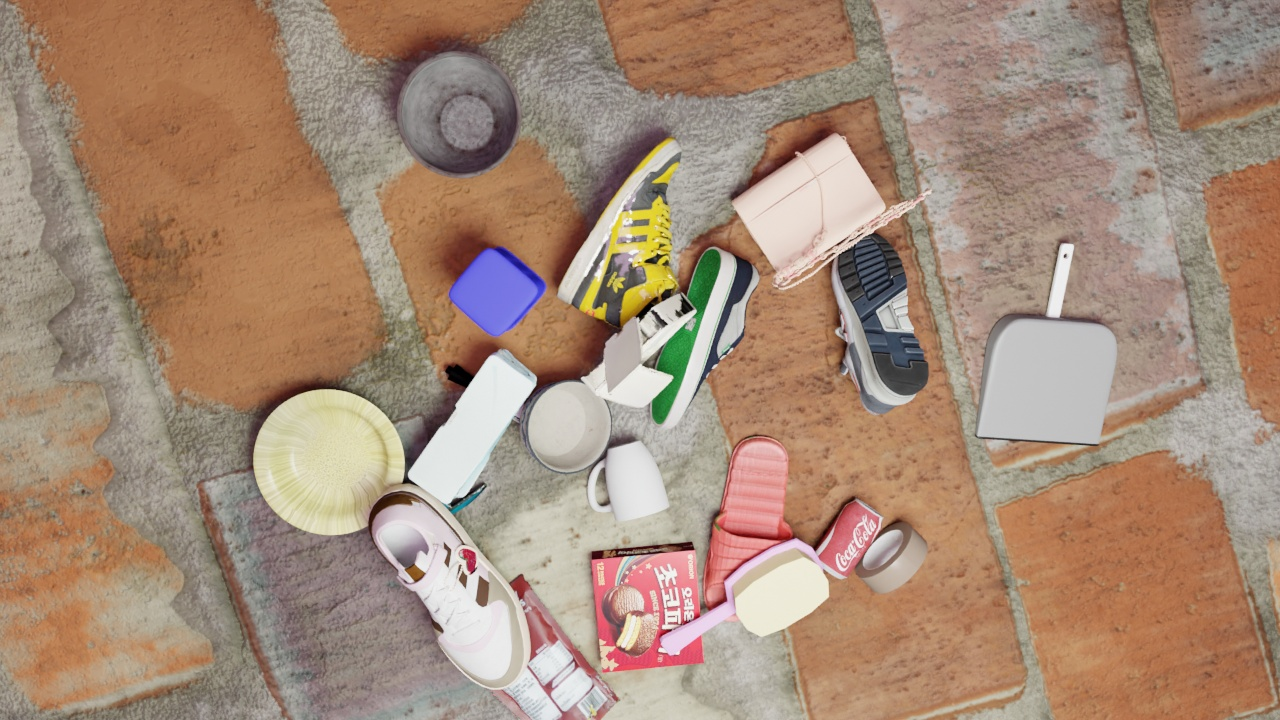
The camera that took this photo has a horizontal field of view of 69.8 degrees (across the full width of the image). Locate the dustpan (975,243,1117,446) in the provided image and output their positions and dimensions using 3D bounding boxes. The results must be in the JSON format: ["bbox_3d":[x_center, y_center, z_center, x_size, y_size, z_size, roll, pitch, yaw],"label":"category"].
[{"bbox_3d":[0.529,-0.020,1.181,0.163,0.033,0.258,4,106,-2],"label":"dustpan"}]

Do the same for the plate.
[{"bbox_3d":[-0.388,0.125,1.160,0.184,0.036,0.184,0,97,-3],"label":"plate"}]

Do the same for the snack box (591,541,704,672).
[{"bbox_3d":[0.009,0.322,1.198,0.132,0.036,0.152,-5,97,-1],"label":"snack box"}]

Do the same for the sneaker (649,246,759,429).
[{"bbox_3d":[0.083,-0.018,1.143,0.079,0.084,0.235,17,100,-28],"label":"sneaker"}]

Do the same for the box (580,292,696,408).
[{"bbox_3d":[-0.007,0.007,1.066,0.081,0.181,0.144,49,122,6],"label":"box"}]

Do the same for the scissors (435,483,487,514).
[{"bbox_3d":[-0.259,0.197,1.183,0.135,0.019,0.130,10,97,-1],"label":"scissors"}]

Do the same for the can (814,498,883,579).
[{"bbox_3d":[0.269,0.230,1.187,0.054,0.054,0.096,33,95,-5],"label":"can"}]

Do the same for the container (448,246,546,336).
[{"bbox_3d":[-0.171,-0.084,1.104,0.085,0.113,0.084,41,94,-6],"label":"container"}]

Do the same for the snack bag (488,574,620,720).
[{"bbox_3d":[-0.138,0.401,1.191,0.139,0.066,0.208,-43,90,4],"label":"snack bag"}]

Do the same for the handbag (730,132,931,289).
[{"bbox_3d":[0.210,-0.188,1.066,0.199,0.187,0.116,-33,97,8],"label":"handbag"}]

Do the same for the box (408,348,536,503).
[{"bbox_3d":[-0.204,0.083,1.124,0.086,0.072,0.199,43,105,30],"label":"box"}]

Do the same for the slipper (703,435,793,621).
[{"bbox_3d":[0.143,0.223,1.180,0.103,0.059,0.249,11,95,-3],"label":"slipper"}]

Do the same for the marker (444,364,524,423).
[{"bbox_3d":[-0.191,0.043,1.163,0.126,0.025,0.025,32,95,-5],"label":"marker"}]

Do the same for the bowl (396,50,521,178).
[{"bbox_3d":[-0.212,-0.290,1.101,0.145,0.067,0.145,0,97,-2],"label":"bowl"}]

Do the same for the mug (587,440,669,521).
[{"bbox_3d":[-0.025,0.154,1.168,0.107,0.071,0.089,-16,88,27],"label":"mug"}]

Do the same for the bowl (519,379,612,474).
[{"bbox_3d":[-0.100,0.079,1.142,0.115,0.059,0.115,-2,95,-29],"label":"bowl"}]

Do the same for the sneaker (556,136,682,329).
[{"bbox_3d":[0.009,-0.144,1.115,0.122,0.086,0.239,35,98,0],"label":"sneaker"}]

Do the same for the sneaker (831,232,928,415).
[{"bbox_3d":[0.279,-0.035,1.135,0.089,0.124,0.239,-2,57,-7],"label":"sneaker"}]

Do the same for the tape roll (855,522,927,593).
[{"bbox_3d":[0.320,0.251,1.171,0.030,0.093,0.094,44,93,-6],"label":"tape roll"}]

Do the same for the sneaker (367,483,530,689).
[{"bbox_3d":[-0.229,0.286,1.111,0.112,0.116,0.294,-29,98,0],"label":"sneaker"}]

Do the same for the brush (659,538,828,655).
[{"bbox_3d":[0.129,0.312,1.153,0.229,0.043,0.089,-32,112,3],"label":"brush"}]
